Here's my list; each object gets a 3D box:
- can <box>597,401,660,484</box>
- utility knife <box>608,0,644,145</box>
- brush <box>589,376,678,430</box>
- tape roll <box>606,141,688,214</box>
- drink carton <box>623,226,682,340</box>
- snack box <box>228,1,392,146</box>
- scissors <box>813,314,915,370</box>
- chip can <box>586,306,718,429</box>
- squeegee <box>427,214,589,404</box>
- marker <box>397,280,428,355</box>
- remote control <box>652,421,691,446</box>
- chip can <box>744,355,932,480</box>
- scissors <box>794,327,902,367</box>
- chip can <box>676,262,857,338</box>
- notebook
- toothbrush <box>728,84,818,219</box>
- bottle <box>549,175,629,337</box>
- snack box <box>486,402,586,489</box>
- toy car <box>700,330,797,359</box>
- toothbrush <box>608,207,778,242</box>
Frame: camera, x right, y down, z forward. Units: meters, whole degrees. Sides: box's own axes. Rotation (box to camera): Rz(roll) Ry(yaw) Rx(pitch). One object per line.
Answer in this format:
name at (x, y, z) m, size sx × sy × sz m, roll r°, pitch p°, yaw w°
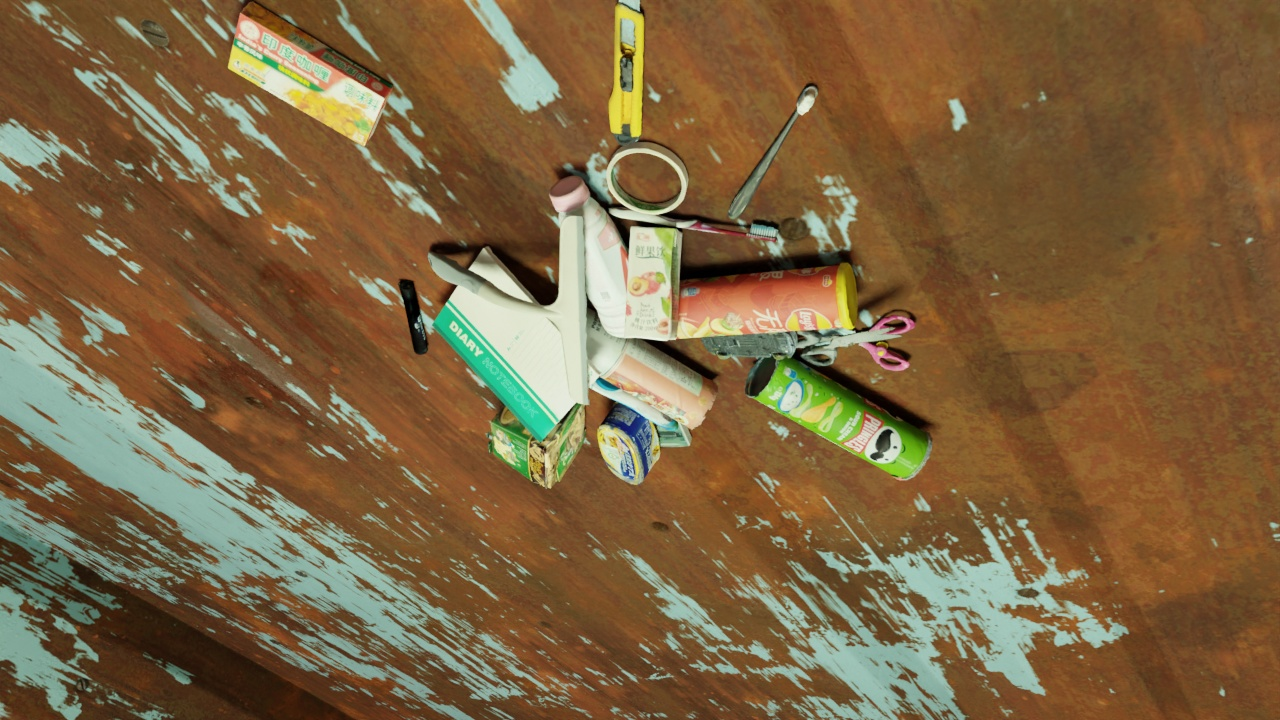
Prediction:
can at (-0.017, 0.117, 1.294) m, size 0.075 × 0.049 × 0.148 m, roll 23°, pitch 150°, yaw 22°
utility knife at (-0.014, -0.279, 0.852) m, size 0.033 × 0.015 × 0.197 m, roll 9°, pitch 141°, yaw 6°
brush at (-0.100, 0.020, 1.199) m, size 0.314 × 0.060 × 0.110 m, roll 38°, pitch 131°, yaw -12°
tape roll at (0.007, -0.189, 0.956) m, size 0.086 × 0.013 × 0.086 m, roll 11°, pitch 141°, yaw 8°
drink carton at (0.015, -0.084, 1.005) m, size 0.053 × 0.122 × 0.045 m, roll 4°, pitch -177°, yaw 17°
snack box at (-0.341, -0.293, 0.949) m, size 0.155 × 0.027 × 0.077 m, roll 29°, pitch 139°, yaw -15°
scissors at (0.259, -0.029, 1.058) m, size 0.133 × 0.017 × 0.124 m, roll 25°, pitch 145°, yaw -4°
chip can at (-0.007, 0.007, 1.156) m, size 0.214 × 0.071 × 0.071 m, roll 30°, pitch 140°, yaw -17°
squeegee at (-0.169, -0.083, 1.062) m, size 0.247 × 0.039 × 0.247 m, roll 23°, pitch 131°, yaw 28°
marker at (-0.305, -0.056, 1.232) m, size 0.022 × 0.020 × 0.132 m, roll 25°, pitch 144°, yaw 17°
remote control at (0.027, 0.073, 1.266) m, size 0.056 × 0.019 × 0.135 m, roll -1°, pitch 139°, yaw 22°
chip can at (0.245, 0.068, 1.135) m, size 0.236 × 0.072 × 0.072 m, roll 28°, pitch 141°, yaw -13°
scissors at (0.218, -0.026, 1.028) m, size 0.141 × 0.014 × 0.174 m, roll 26°, pitch 161°, yaw 14°
chip can at (0.128, -0.064, 1.019) m, size 0.217 × 0.073 × 0.073 m, roll -3°, pitch 138°, yaw 25°
notebook at (-0.156, -0.016, 1.128) m, size 0.209 × 0.012 × 0.151 m, roll 47°, pitch 126°, yaw 7°
toothbrush at (0.126, -0.197, 0.901) m, size 0.015 × 0.018 × 0.182 m, roll 20°, pitch 143°, yaw -9°
bottle at (-0.044, -0.115, 1.026) m, size 0.068 × 0.068 × 0.197 m, roll -4°, pitch 135°, yaw 25°
snack box at (-0.147, 0.099, 1.304) m, size 0.106 × 0.117 × 0.118 m, roll 22°, pitch 141°, yaw 13°
toy car at (0.126, -0.030, 1.083) m, size 0.121 × 0.036 × 0.054 m, roll 4°, pitch 139°, yaw 30°
toothbrush at (0.056, -0.149, 0.986) m, size 0.188 × 0.016 × 0.017 m, roll 11°, pitch 104°, yaw 11°
